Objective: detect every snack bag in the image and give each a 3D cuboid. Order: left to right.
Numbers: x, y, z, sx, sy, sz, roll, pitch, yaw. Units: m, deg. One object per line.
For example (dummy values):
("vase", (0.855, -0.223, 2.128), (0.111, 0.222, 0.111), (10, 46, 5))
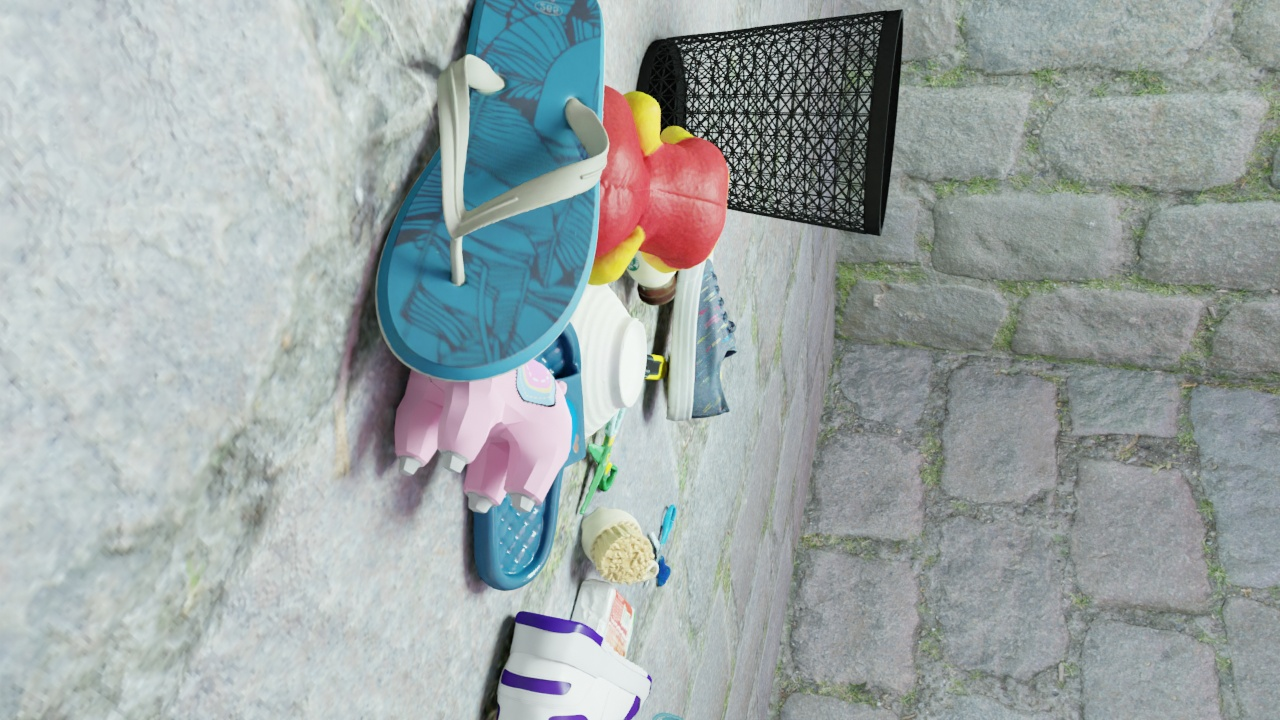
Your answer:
("snack bag", (-0.038, 0.271, 0.925), (0.116, 0.036, 0.076), (66, 34, -60))

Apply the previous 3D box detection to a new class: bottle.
("bottle", (0.007, -0.125, 0.896), (0.162, 0.056, 0.056), (80, 23, -45))

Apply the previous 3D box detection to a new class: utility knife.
("utility knife", (-0.006, 0.006, 0.972), (0.203, 0.020, 0.029), (4, 90, -73))

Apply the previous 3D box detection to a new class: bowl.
("bowl", (-0.038, -0.001, 0.763), (0.177, 0.071, 0.177), (6, 89, -74))

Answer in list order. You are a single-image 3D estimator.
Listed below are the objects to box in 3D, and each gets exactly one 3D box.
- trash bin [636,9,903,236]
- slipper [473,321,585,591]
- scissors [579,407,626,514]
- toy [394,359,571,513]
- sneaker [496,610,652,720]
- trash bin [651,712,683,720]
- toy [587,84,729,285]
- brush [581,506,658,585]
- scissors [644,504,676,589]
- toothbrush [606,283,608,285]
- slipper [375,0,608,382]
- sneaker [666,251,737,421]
("trash bin", (0.134, -0.246, 0.947), (0.216, 0.243, 0.217), (7, 89, -74))
("slipper", (-0.074, 0.067, 0.660), (0.103, 0.059, 0.214), (-16, 116, -56))
("scissors", (-0.034, 0.090, 0.892), (0.125, 0.011, 0.131), (60, 46, -71))
("toy", (-0.090, 0.006, 0.564), (0.123, 0.067, 0.157), (37, 56, -42))
("sneaker", (-0.057, 0.306, 0.788), (0.244, 0.092, 0.111), (65, 35, -53))
("trash bin", (0.015, 0.488, 0.829), (0.219, 0.199, 0.196), (-56, 168, 13))
("toy", (-0.016, -0.130, 0.673), (0.215, 0.099, 0.147), (2, 91, -53))
("brush", (-0.007, 0.213, 0.979), (0.077, 0.062, 0.272), (62, -1, 22))
("scissors", (0.028, 0.249, 1.183), (0.127, 0.014, 0.134), (-64, 156, -49))
("toothbrush", (-0.033, -0.036, 0.863), (0.016, 0.017, 0.190), (2, 94, -72))
("slipper", (-0.069, -0.126, 0.536), (0.060, 0.118, 0.294), (143, -41, -61))
("sneaker", (0.076, -0.040, 1.083), (0.087, 0.079, 0.235), (88, 7, -75))
